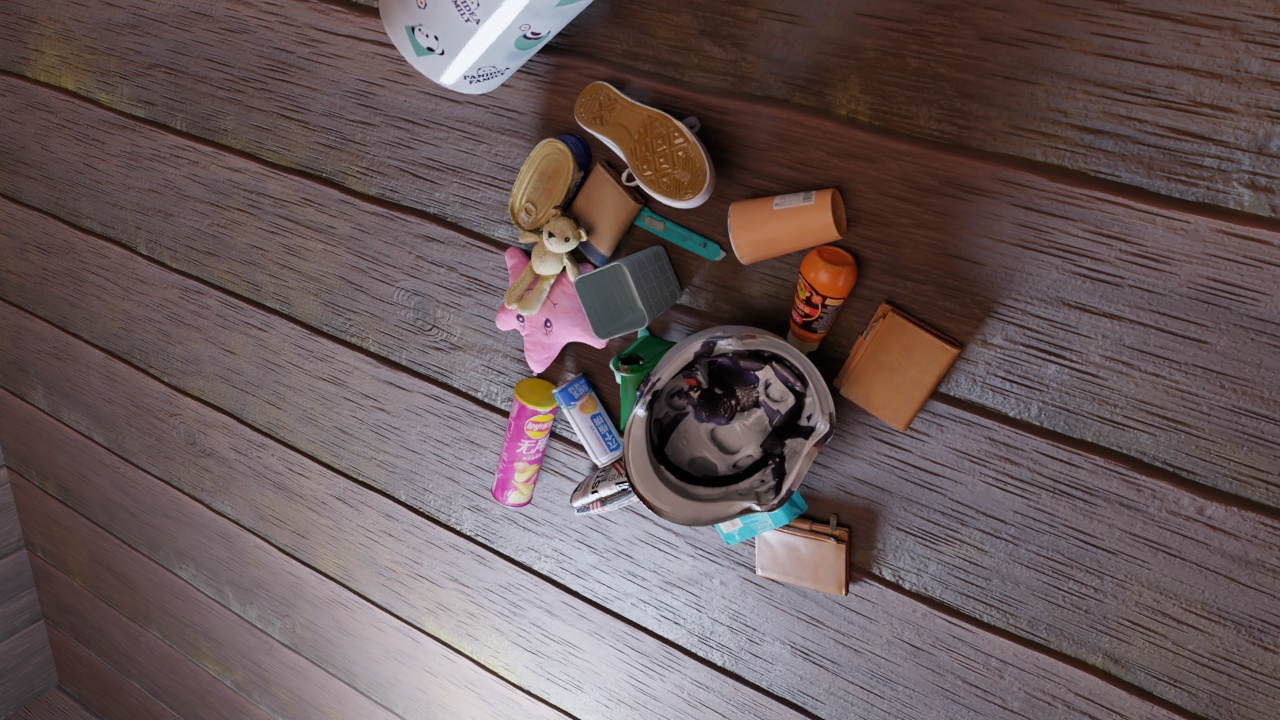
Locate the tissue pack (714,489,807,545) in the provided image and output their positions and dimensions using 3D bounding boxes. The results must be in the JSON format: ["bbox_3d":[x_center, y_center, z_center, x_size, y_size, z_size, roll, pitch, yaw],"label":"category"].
[{"bbox_3d":[0.146,0.182,1.220,0.134,0.050,0.093,-30,92,38],"label":"tissue pack"}]

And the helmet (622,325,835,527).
[{"bbox_3d":[0.097,0.066,1.122,0.229,0.145,0.259,35,108,-11],"label":"helmet"}]

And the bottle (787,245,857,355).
[{"bbox_3d":[0.210,-0.063,1.102,0.067,0.066,0.150,29,130,19],"label":"bottle"}]

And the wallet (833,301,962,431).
[{"bbox_3d":[0.301,0.008,1.092,0.108,0.031,0.132,32,124,13],"label":"wallet"}]

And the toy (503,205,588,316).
[{"bbox_3d":[-0.131,-0.129,1.227,0.105,0.066,0.157,39,113,11],"label":"toy"}]

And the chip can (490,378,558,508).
[{"bbox_3d":[-0.180,0.131,1.426,0.071,0.071,0.211,30,124,18],"label":"chip can"}]

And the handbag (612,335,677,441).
[{"bbox_3d":[0.015,0.041,1.199,0.068,0.119,0.131,16,120,34],"label":"handbag"}]

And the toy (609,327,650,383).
[{"bbox_3d":[-0.008,0.007,1.284,0.092,0.030,0.096,-29,76,41],"label":"toy"}]

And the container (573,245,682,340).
[{"bbox_3d":[-0.011,-0.093,1.193,0.090,0.111,0.090,-16,103,36],"label":"container"}]

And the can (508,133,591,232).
[{"bbox_3d":[-0.123,-0.238,1.237,0.074,0.049,0.148,42,127,10],"label":"can"}]

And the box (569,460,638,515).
[{"bbox_3d":[-0.034,0.203,1.371,0.164,0.075,0.082,-25,108,35],"label":"box"}]

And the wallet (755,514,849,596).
[{"bbox_3d":[0.220,0.259,1.252,0.131,0.035,0.119,9,115,28],"label":"wallet"}]

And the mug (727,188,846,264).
[{"bbox_3d":[0.173,-0.161,1.073,0.123,0.078,0.078,-8,106,29],"label":"mug"}]

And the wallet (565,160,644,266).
[{"bbox_3d":[-0.053,-0.194,1.217,0.090,0.033,0.116,48,129,15],"label":"wallet"}]

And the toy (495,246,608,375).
[{"bbox_3d":[-0.127,-0.062,1.300,0.195,0.074,0.179,17,107,27],"label":"toy"}]

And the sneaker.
[{"bbox_3d":[0.016,-0.259,1.119,0.241,0.087,0.118,44,106,33],"label":"sneaker"}]

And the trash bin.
[{"bbox_3d":[-0.167,-0.459,1.067,0.253,0.228,0.229,-31,92,43],"label":"trash bin"}]

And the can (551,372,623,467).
[{"bbox_3d":[-0.074,0.088,1.350,0.053,0.053,0.134,-28,95,37],"label":"can"}]

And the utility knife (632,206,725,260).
[{"bbox_3d":[0.042,-0.167,1.188,0.158,0.013,0.029,28,123,19],"label":"utility knife"}]
